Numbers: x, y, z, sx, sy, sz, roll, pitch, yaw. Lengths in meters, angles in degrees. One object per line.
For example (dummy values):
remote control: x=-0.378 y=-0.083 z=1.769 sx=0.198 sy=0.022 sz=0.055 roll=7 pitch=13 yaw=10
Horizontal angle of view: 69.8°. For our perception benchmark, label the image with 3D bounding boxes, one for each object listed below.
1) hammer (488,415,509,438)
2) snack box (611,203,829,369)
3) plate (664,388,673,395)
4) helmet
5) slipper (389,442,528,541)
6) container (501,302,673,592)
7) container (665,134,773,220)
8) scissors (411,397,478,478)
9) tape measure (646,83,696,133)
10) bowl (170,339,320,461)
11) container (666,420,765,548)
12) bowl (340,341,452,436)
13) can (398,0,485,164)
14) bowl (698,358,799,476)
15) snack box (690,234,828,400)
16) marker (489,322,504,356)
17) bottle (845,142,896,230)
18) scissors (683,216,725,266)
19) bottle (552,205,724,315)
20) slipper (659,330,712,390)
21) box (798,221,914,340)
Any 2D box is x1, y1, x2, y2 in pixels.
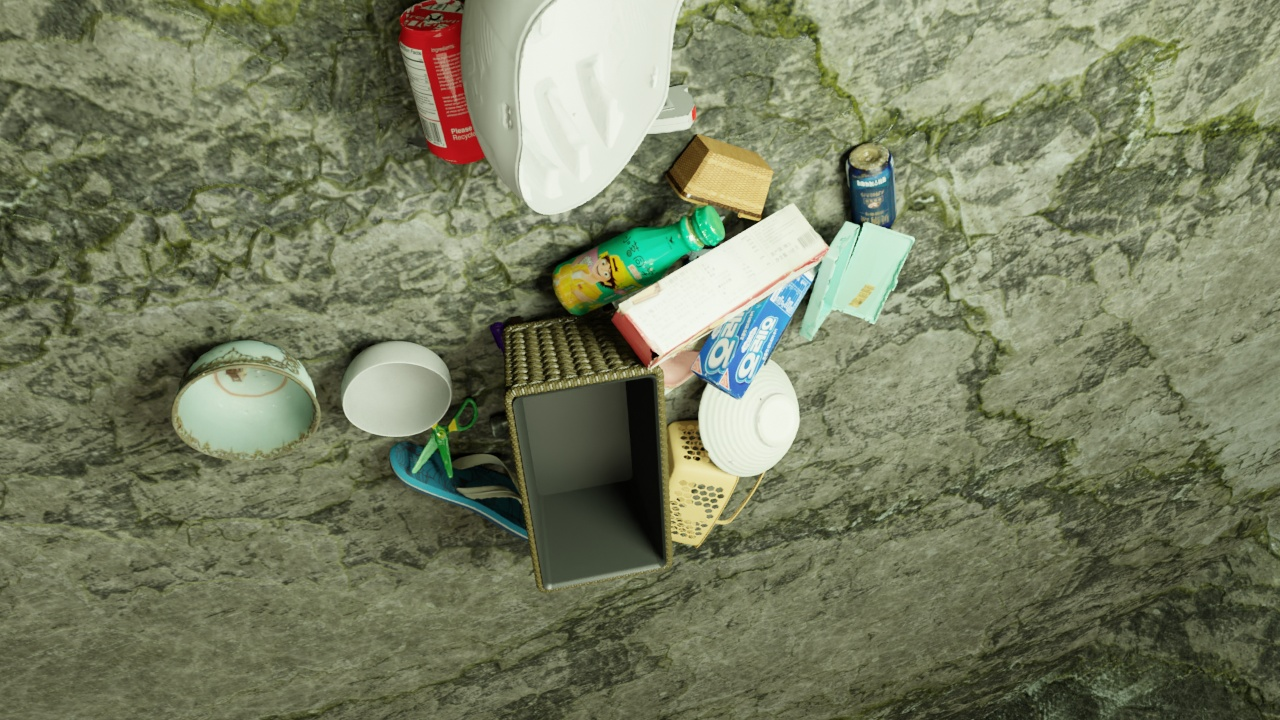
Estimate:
hammer: x=-0.086 y=0.150 z=1.379 sx=0.133 sy=0.033 sz=0.333 roll=-27 pitch=138 yaw=8
snack box: x=0.095 y=-0.086 z=1.041 sx=0.272 sy=0.076 sz=0.044 roll=-33 pitch=171 yaw=-26
plate: x=-0.008 y=0.007 z=1.269 sx=0.157 sy=0.014 sz=0.157 roll=-10 pitch=137 yaw=-10
helmet: x=-0.056 y=-0.271 z=0.824 sx=0.223 sy=0.184 sz=0.283 roll=-32 pitch=135 yaw=-39
slipper: x=-0.217 y=0.176 z=1.303 sx=0.294 sy=0.118 sz=0.060 roll=29 pitch=108 yaw=-31
container: x=-0.073 y=0.097 z=1.159 sx=0.176 sy=0.204 sz=0.322 roll=-9 pitch=125 yaw=-8
container: x=0.096 y=-0.211 z=1.051 sx=0.113 sy=0.063 sz=0.061 roll=10 pitch=123 yaw=-28
scissors: x=-0.272 y=0.093 z=1.218 sx=0.121 sy=0.012 sz=0.127 roll=42 pitch=71 yaw=-23
tape measure: x=0.026 y=-0.266 z=0.967 sx=0.060 sy=0.062 sz=0.020 roll=-12 pitch=137 yaw=-3
bowl: x=-0.459 y=0.032 z=1.074 sx=0.159 sy=0.093 sz=0.160 roll=-10 pitch=137 yaw=-10
container: x=0.101 y=0.192 z=1.417 sx=0.167 sy=0.129 sz=0.184 roll=11 pitch=130 yaw=-17
bowl: x=-0.305 y=0.028 z=1.145 sx=0.131 sy=0.064 sz=0.132 roll=-10 pitch=135 yaw=-10
can: x=-0.182 y=-0.265 z=0.882 sx=0.074 sy=0.074 sz=0.143 roll=-13 pitch=137 yaw=-7
bowl: x=0.174 y=0.081 z=1.296 sx=0.177 sy=0.071 sz=0.177 roll=-2 pitch=94 yaw=-31
snack box: x=0.151 y=-0.064 z=1.149 sx=0.059 sy=0.059 sz=0.226 roll=32 pitch=88 yaw=-42
marker: x=-0.170 y=-0.001 z=1.202 sx=0.018 sy=0.015 sz=0.134 roll=4 pitch=140 yaw=16
bottle: x=0.289 y=-0.193 z=1.139 sx=0.056 sy=0.056 sz=0.161 roll=-21 pitch=138 yaw=1
scissors: x=0.063 y=-0.128 z=1.159 sx=0.127 sy=0.014 sz=0.129 roll=-8 pitch=133 yaw=-18
bottle: x=-0.002 y=-0.119 z=1.064 sx=0.210 sy=0.068 sz=0.068 roll=-22 pitch=140 yaw=27
slipper: x=0.082 y=-0.027 z=1.206 sx=0.197 sy=0.081 sz=0.093 roll=-46 pitch=131 yaw=14
box: x=0.273 y=-0.093 z=1.185 sx=0.110 sy=0.078 sz=0.188 roll=14 pitch=151 yaw=4
